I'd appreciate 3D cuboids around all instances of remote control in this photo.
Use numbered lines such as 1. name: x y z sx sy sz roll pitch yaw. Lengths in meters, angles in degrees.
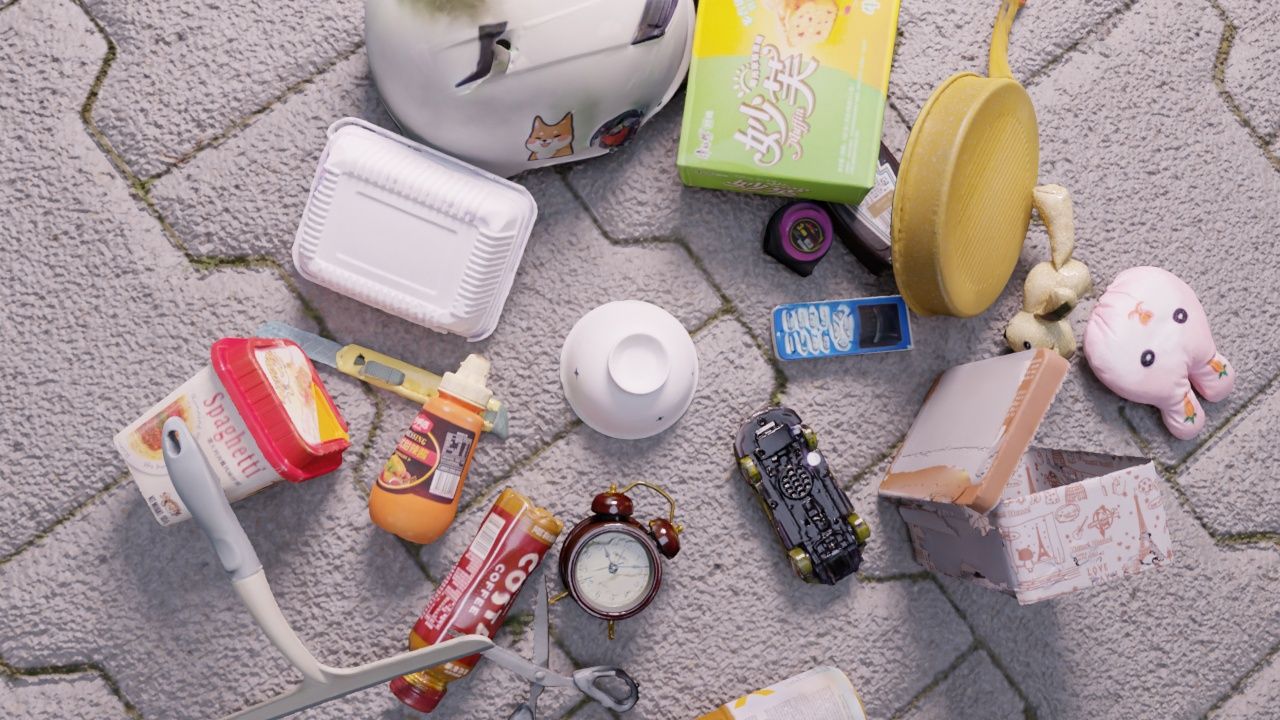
1. remote control: 0.174 -0.028 0.793 0.125 0.024 0.049 -5 85 -7

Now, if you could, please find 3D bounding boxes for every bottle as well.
1. bottle: 0.084 0.304 0.727 0.189 0.068 0.068 -18 87 -9
2. bottle: -0.155 0.065 0.715 0.067 0.067 0.149 24 84 -5
3. bottle: -0.130 0.187 0.714 0.057 0.057 0.174 34 81 -4
4. bottle: 0.175 -0.169 0.797 0.079 0.044 0.195 -37 90 -13

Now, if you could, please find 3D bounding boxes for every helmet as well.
1. helmet: -0.085 -0.271 0.702 0.274 0.157 0.230 -21 89 -2

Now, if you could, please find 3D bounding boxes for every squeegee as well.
1. squeegee: -0.264 0.150 0.631 0.247 0.039 0.247 -20 108 8

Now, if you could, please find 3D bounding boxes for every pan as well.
1. pan: 0.292 -0.199 0.778 0.356 0.078 0.198 -59 139 -17

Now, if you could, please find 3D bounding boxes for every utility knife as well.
1. utility knife: -0.206 0.013 0.744 0.216 0.022 0.031 21 77 -1

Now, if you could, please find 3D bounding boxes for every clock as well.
1. clock: -0.017 0.154 0.733 0.082 0.055 0.122 32 84 -3

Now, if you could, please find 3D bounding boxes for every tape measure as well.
1. tape measure: 0.136 -0.107 0.788 0.057 0.039 0.058 30 86 -4

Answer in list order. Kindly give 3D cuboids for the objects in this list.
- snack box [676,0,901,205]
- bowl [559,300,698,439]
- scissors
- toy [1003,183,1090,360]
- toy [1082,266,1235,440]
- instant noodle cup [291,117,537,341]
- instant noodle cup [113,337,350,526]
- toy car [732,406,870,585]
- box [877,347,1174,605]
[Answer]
1. snack box: 0.121 -0.242 0.743 0.158 0.070 0.210 8 90 7
2. bowl: -0.004 0.004 0.745 0.118 0.065 0.118 1 84 -9
3. scissors: -0.073 0.243 0.709 0.159 0.014 0.179 1 108 -21
4. toy: 0.349 -0.071 0.784 0.066 0.105 0.157 3 102 18
5. toy: 0.468 -0.007 0.820 0.159 0.054 0.121 41 81 -11
6. instant noodle cup: -0.181 -0.094 0.708 0.173 0.060 0.138 22 107 -4
7. instant noodle cup: -0.302 0.055 0.681 0.124 0.116 0.116 -29 89 3
8. toy car: 0.133 0.112 0.765 0.070 0.042 0.158 -27 90 -10
9. box: 0.279 0.077 0.722 0.152 0.182 0.174 -11 90 -10
